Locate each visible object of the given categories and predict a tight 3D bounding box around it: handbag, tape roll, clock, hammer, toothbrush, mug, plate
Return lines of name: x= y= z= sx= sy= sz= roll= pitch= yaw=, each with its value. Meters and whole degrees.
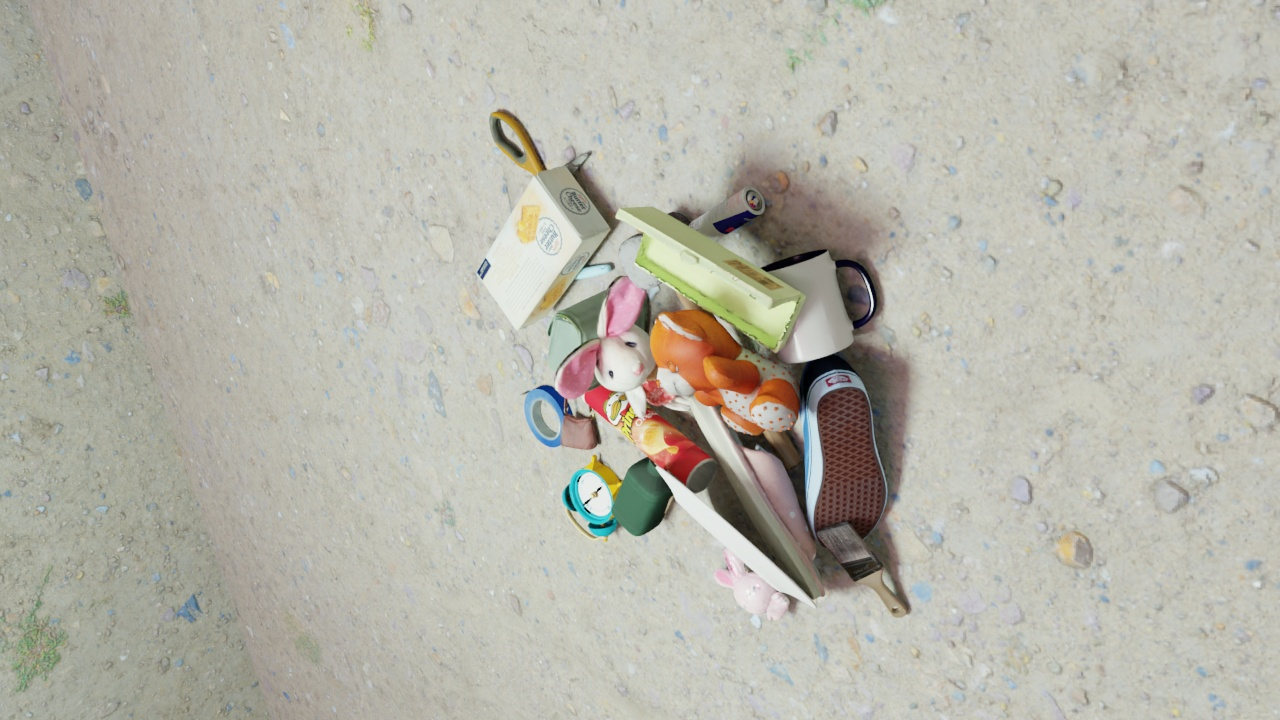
handbag: x=-0.053 y=-0.033 z=1.139 sx=0.067 sy=0.121 sz=0.106 roll=32 pitch=133 yaw=32
handbag: x=-0.088 y=0.066 z=1.295 sx=0.055 sy=0.029 sz=0.120 roll=6 pitch=109 yaw=21
tape roll: x=-0.136 y=0.083 z=1.356 sx=0.092 sy=0.016 sz=0.093 roll=-11 pitch=102 yaw=47
clock: x=-0.068 y=0.203 z=1.334 sx=0.099 sy=0.043 sz=0.130 roll=41 pitch=127 yaw=23
hammer: x=0.092 y=-0.018 z=1.043 sx=0.052 sy=0.097 sz=0.328 roll=-28 pitch=98 yaw=42
toothbrush: x=-0.092 y=-0.113 z=1.214 sx=0.155 sy=0.016 sz=0.022 roll=-4 pitch=69 yaw=46
mug: x=0.182 y=-0.059 z=0.932 sx=0.112 sy=0.078 sz=0.097 roll=-15 pitch=100 yaw=19
plate: x=0.105 y=0.209 z=1.067 sx=0.242 sy=0.016 sz=0.242 roll=41 pitch=173 yaw=5

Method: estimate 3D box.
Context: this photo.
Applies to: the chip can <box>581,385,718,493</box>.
chip can: x=0.008 y=0.088 z=1.164 sx=0.215 sy=0.051 sz=0.052 roll=38 pitch=133 yaw=38

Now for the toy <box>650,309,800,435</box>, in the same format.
toy: x=0.080 y=0.015 z=0.948 sx=0.172 sy=0.093 sz=0.164 roll=37 pitch=175 yaw=0

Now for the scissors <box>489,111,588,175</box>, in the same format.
scissors: x=-0.140 y=-0.230 z=1.202 sx=0.226 sy=0.016 sz=0.229 roll=-35 pitch=84 yaw=48

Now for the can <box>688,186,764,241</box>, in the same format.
can: x=0.091 y=-0.154 z=0.997 sx=0.095 sy=0.032 sz=0.032 roll=-26 pitch=91 yaw=48

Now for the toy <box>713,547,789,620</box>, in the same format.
toy: x=0.138 y=0.288 z=1.167 sx=0.110 sy=0.047 sz=0.064 roll=37 pitch=135 yaw=37

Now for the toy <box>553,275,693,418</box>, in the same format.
toy: x=-0.006 y=0.006 z=1.087 sx=0.194 sy=0.159 sz=0.084 roll=39 pitch=174 yaw=-39

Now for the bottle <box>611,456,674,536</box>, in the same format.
bottle: x=0.011 y=0.168 z=1.219 sx=0.061 sy=0.061 sz=0.132 roll=43 pitch=135 yaw=24

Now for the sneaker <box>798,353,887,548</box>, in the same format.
sneaker: x=0.212 y=0.093 z=0.993 sx=0.098 sy=0.083 sz=0.242 roll=-98 pitch=-2 yaw=-56

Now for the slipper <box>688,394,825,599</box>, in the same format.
slipper: x=0.143 y=0.147 z=1.060 sx=0.274 sy=0.054 sz=0.114 roll=59 pitch=173 yaw=10

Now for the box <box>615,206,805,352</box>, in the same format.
box: x=0.071 y=-0.092 z=0.903 sx=0.188 sy=0.066 sz=0.127 roll=33 pitch=171 yaw=24

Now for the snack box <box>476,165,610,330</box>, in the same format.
snack box: x=-0.129 y=-0.140 z=1.182 sx=0.104 sy=0.057 sz=0.208 roll=54 pitch=137 yaw=10

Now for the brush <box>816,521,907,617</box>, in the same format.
brush: x=0.249 y=0.233 z=1.011 sx=0.039 sy=0.012 sz=0.151 roll=-32 pitch=110 yaw=20
